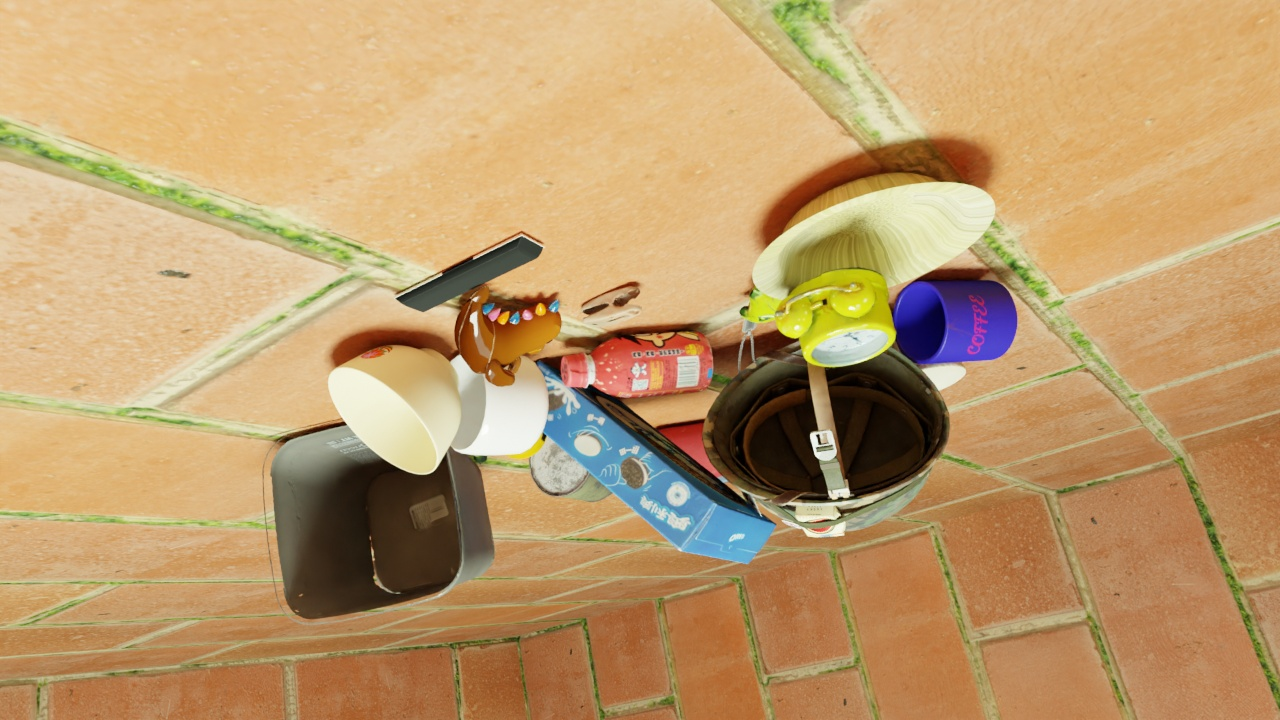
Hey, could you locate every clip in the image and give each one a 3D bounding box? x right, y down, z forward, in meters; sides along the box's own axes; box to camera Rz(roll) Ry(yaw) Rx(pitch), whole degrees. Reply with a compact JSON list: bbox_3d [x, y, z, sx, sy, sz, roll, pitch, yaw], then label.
[{"bbox_3d":[-0.023,-0.041,0.775,0.061,0.049,0.025,-50,147,17],"label":"clip"}]

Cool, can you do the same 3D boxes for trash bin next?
[{"bbox_3d":[-0.267,0.176,1.013,0.197,0.197,0.220,-13,166,3],"label":"trash bin"}]

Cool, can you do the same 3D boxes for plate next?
[{"bbox_3d":[0.173,-0.102,0.709,0.184,0.036,0.184,-10,160,-4],"label":"plate"}]

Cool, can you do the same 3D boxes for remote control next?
[{"bbox_3d":[-0.129,-0.062,0.685,0.124,0.011,0.028,-21,158,25],"label":"remote control"}]

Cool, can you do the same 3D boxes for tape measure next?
[{"bbox_3d":[-0.132,0.076,0.985,0.068,0.058,0.030,-14,161,7],"label":"tape measure"}]

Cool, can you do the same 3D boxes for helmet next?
[{"bbox_3d":[0.172,0.064,0.868,0.224,0.192,0.237,2,143,0],"label":"helmet"}]

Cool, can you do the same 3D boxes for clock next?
[{"bbox_3d":[0.156,-0.038,0.735,0.083,0.057,0.119,-22,151,28],"label":"clock"}]

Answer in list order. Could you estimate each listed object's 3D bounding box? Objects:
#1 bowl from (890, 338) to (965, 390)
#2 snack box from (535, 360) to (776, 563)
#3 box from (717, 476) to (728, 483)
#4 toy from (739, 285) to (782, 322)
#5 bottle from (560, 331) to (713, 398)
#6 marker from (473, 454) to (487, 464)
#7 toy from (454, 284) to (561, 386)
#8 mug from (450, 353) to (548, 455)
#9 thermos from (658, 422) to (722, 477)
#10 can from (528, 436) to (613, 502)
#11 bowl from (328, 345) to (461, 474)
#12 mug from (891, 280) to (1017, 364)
[{"bbox_3d":[0.290,0.000,1.008,0.115,0.062,0.115,-10,160,-4],"label":"bowl"},{"bbox_3d":[0.005,0.104,0.913,0.056,0.239,0.195,-54,152,2],"label":"snack box"},{"bbox_3d":[0.105,0.141,1.280,0.210,0.067,0.052,-19,152,19],"label":"box"},{"bbox_3d":[0.138,-0.059,0.810,0.093,0.036,0.094,1,154,-46],"label":"toy"},{"bbox_3d":[-0.005,0.005,0.863,0.137,0.062,0.062,-3,158,-19],"label":"bottle"},{"bbox_3d":[-0.190,0.093,1.059,0.017,0.017,0.147,-9,160,-8],"label":"marker"},{"bbox_3d":[-0.104,-0.033,0.737,0.090,0.070,0.103,-21,150,-24],"label":"toy"},{"bbox_3d":[-0.140,0.045,0.842,0.068,0.094,0.116,5,147,-41],"label":"mug"},{"bbox_3d":[0.133,0.111,1.202,0.239,0.073,0.073,-8,160,-12],"label":"thermos"},{"bbox_3d":[-0.074,0.121,1.091,0.090,0.089,0.074,-21,158,25],"label":"can"},{"bbox_3d":[-0.197,0.030,0.790,0.073,0.118,0.118,-50,-174,-37],"label":"bowl"},{"bbox_3d":[0.297,-0.039,0.903,0.083,0.079,0.111,-3,-174,-23],"label":"mug"}]
